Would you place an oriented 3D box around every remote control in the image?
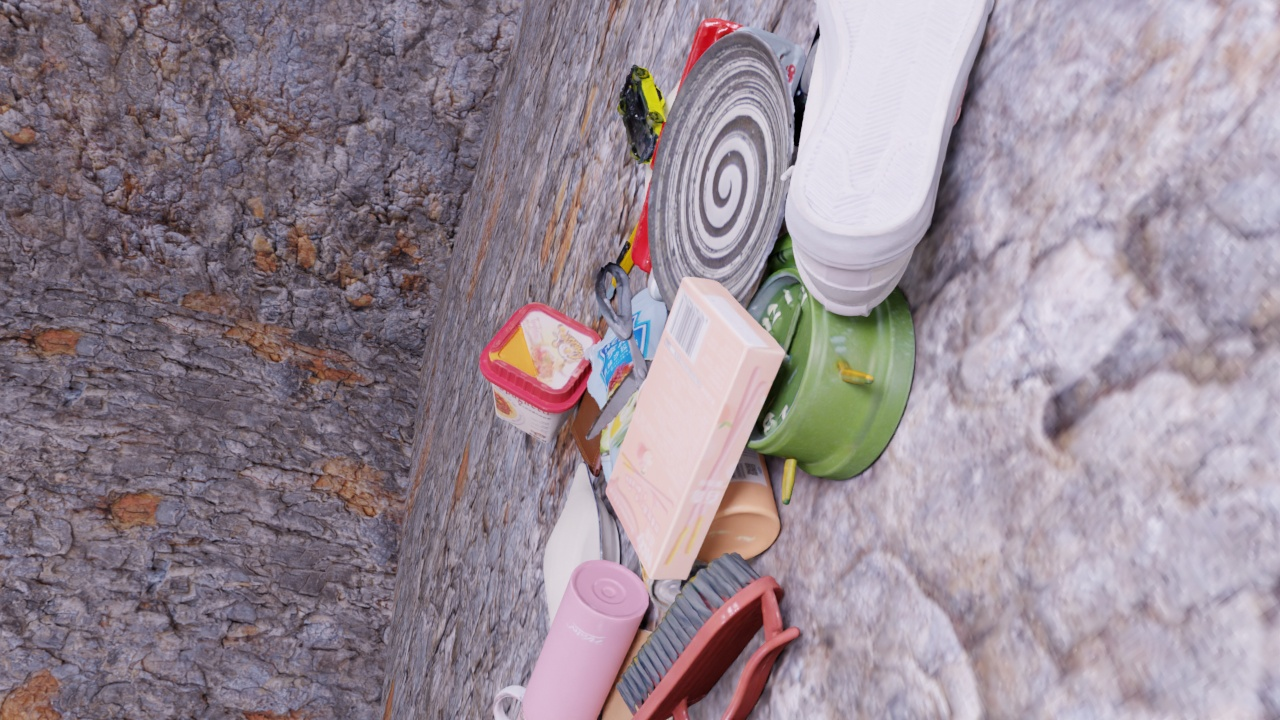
[{"bbox_3d":[0.128,-0.202,0.585,0.053,0.024,0.137,-115,39,-60],"label":"remote control"}]

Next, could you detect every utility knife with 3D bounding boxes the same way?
[{"bbox_3d":[-0.014,-0.110,0.978,0.224,0.015,0.033,122,156,-48],"label":"utility knife"}]

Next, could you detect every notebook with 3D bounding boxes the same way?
[{"bbox_3d":[-0.010,0.313,0.704,0.148,0.008,0.207,151,129,-68],"label":"notebook"}]

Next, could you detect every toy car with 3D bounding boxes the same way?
[{"bbox_3d":[0.006,-0.229,0.858,0.048,0.032,0.105,123,142,-49],"label":"toy car"}]

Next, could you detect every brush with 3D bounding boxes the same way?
[{"bbox_3d":[0.045,0.178,0.550,0.069,0.063,0.146,50,132,29],"label":"brush"}]

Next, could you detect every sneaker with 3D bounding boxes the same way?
[{"bbox_3d":[0.126,-0.131,0.469,0.091,0.089,0.241,70,-148,-58],"label":"sneaker"}]

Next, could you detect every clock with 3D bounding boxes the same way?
[{"bbox_3d":[0.092,-0.007,0.518,0.161,0.056,0.116,-99,28,-49],"label":"clock"}]

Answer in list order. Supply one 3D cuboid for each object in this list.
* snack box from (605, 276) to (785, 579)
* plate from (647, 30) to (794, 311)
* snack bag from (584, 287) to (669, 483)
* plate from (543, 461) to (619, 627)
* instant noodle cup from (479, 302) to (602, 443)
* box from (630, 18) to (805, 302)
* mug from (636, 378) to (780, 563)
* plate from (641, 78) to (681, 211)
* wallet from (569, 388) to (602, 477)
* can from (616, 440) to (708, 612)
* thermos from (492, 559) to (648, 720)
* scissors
[{"bbox_3d":[0.026,0.040,0.528,0.084,0.026,0.157,56,133,52],"label":"snack box"},{"bbox_3d":[0.051,-0.108,0.568,0.180,0.024,0.179,-176,90,-65],"label":"plate"},{"bbox_3d":[-0.005,0.016,0.807,0.110,0.038,0.190,-51,30,27],"label":"snack bag"},{"bbox_3d":[-0.052,0.196,0.861,0.163,0.034,0.165,-103,28,-50],"label":"plate"},{"bbox_3d":[-0.109,0.020,1.019,0.116,0.116,0.124,-55,-11,-35],"label":"instant noodle cup"},{"bbox_3d":[0.046,-0.143,0.671,0.100,0.095,0.202,-31,-38,-63],"label":"box"},{"bbox_3d":[0.046,0.064,0.592,0.122,0.078,0.078,-105,31,-45],"label":"mug"},{"bbox_3d":[0.043,-0.185,0.820,0.165,0.034,0.163,139,140,-62],"label":"plate"},{"bbox_3d":[-0.033,0.049,0.915,0.124,0.032,0.101,-127,54,-66],"label":"wallet"},{"bbox_3d":[0.021,0.109,0.659,0.145,0.058,0.058,-107,33,-57],"label":"can"},{"bbox_3d":[-0.063,0.254,0.759,0.067,0.087,0.199,-44,-21,-59],"label":"thermos"},{"bbox_3d":[-0.001,0.004,0.672,0.014,0.180,0.159,-30,90,36],"label":"scissors"}]
